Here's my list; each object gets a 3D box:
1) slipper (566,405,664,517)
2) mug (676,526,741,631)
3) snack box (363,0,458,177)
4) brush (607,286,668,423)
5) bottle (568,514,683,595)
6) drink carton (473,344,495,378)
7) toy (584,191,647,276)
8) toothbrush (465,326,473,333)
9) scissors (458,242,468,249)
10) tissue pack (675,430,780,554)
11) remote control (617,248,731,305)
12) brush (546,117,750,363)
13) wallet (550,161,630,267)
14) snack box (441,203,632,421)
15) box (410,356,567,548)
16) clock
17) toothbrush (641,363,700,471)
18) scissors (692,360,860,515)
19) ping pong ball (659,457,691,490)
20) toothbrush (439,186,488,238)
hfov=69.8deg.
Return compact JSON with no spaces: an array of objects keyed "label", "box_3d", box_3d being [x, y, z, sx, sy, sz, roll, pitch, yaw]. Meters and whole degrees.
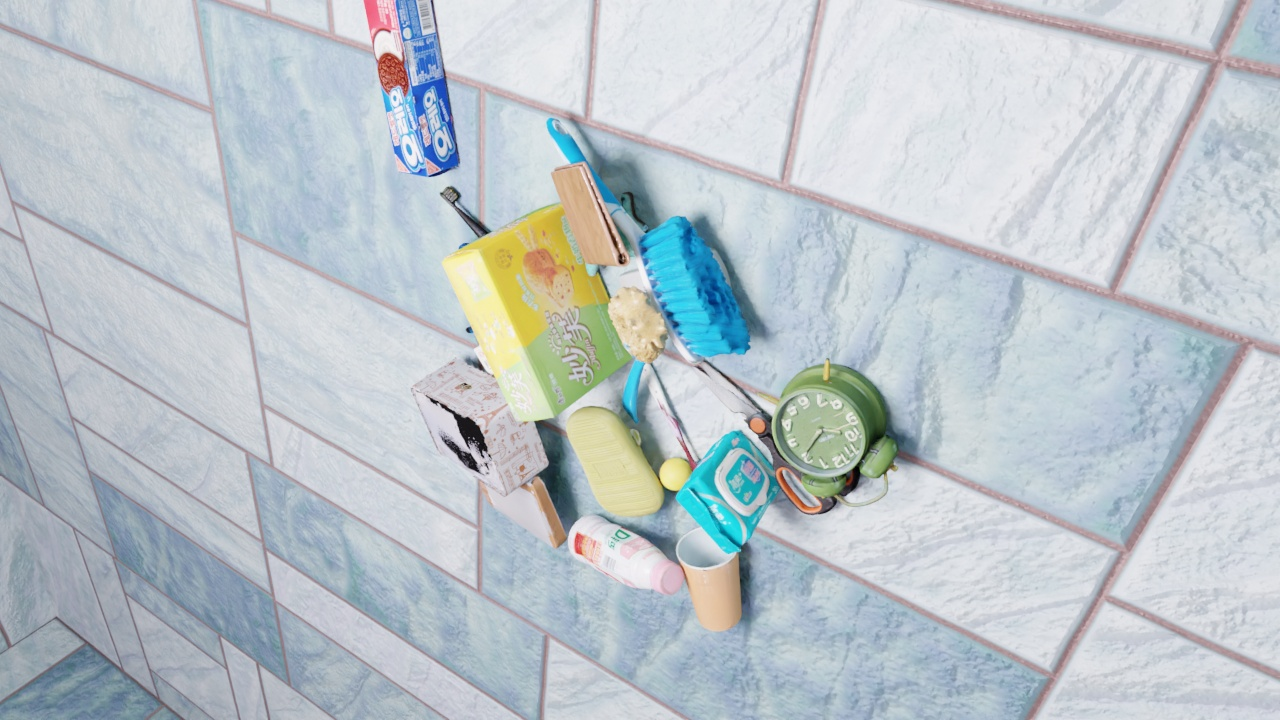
[{"label":"slipper","box_3d":[-0.025,0.117,1.155,0.092,0.081,0.191,-7,129,26]},{"label":"mug","box_3d":[0.093,0.283,1.175,0.078,0.078,0.123,10,127,31]},{"label":"snack box","box_3d":[-0.266,-0.321,1.076,0.058,0.057,0.208,15,125,32]},{"label":"brush","box_3d":[-0.006,0.006,1.051,0.083,0.045,0.255,49,157,23]},{"label":"bottle","box_3d":[-0.018,0.257,1.204,0.197,0.068,0.068,11,124,53]},{"label":"drink carton","box_3d":[-0.164,0.021,1.218,0.054,0.045,0.122,-23,100,55]},{"label":"toy","box_3d":[-0.027,-0.141,1.032,0.092,0.030,0.096,3,112,26]},{"label":"toothbrush","box_3d":[-0.177,-0.043,1.182,0.190,0.016,0.014,-3,117,48]},{"label":"scissors","box_3d":[-0.178,-0.082,1.169,0.163,0.012,0.174,-15,112,52]},{"label":"tissue pack","box_3d":[0.102,0.148,1.043,0.093,0.133,0.050,48,130,-3]},{"label":"remote control","box_3d":[0.038,-0.085,1.024,0.135,0.019,0.056,-12,109,39]},{"label":"brush","box_3d":[0.005,-0.133,0.972,0.110,0.060,0.314,-19,101,45]},{"label":"wallet","box_3d":[-0.055,-0.153,0.973,0.115,0.020,0.101,66,162,-16]},{"label":"snack box","box_3d":[-0.112,-0.056,1.056,0.070,0.157,0.210,-8,112,43]},{"label":"box","box_3d":[-0.199,0.139,1.264,0.177,0.082,0.260,23,139,43]},{"label":"clock","box_3d":[0.204,0.081,0.968,0.116,0.056,0.161,-30,92,36]},{"label":"toothbrush","box_3d":[0.040,0.069,1.122,0.016,0.017,0.187,-18,103,44]},{"label":"scissors","box_3d":[0.155,0.071,1.040,0.149,0.021,0.235,-26,94,35]},{"label":"ping pong ball","box_3d":[0.044,0.142,1.144,0.040,0.040,0.040,18,126,27]},{"label":"toothbrush","box_3d":[-0.176,-0.137,1.146,0.027,0.026,0.212,-44,86,14]}]
